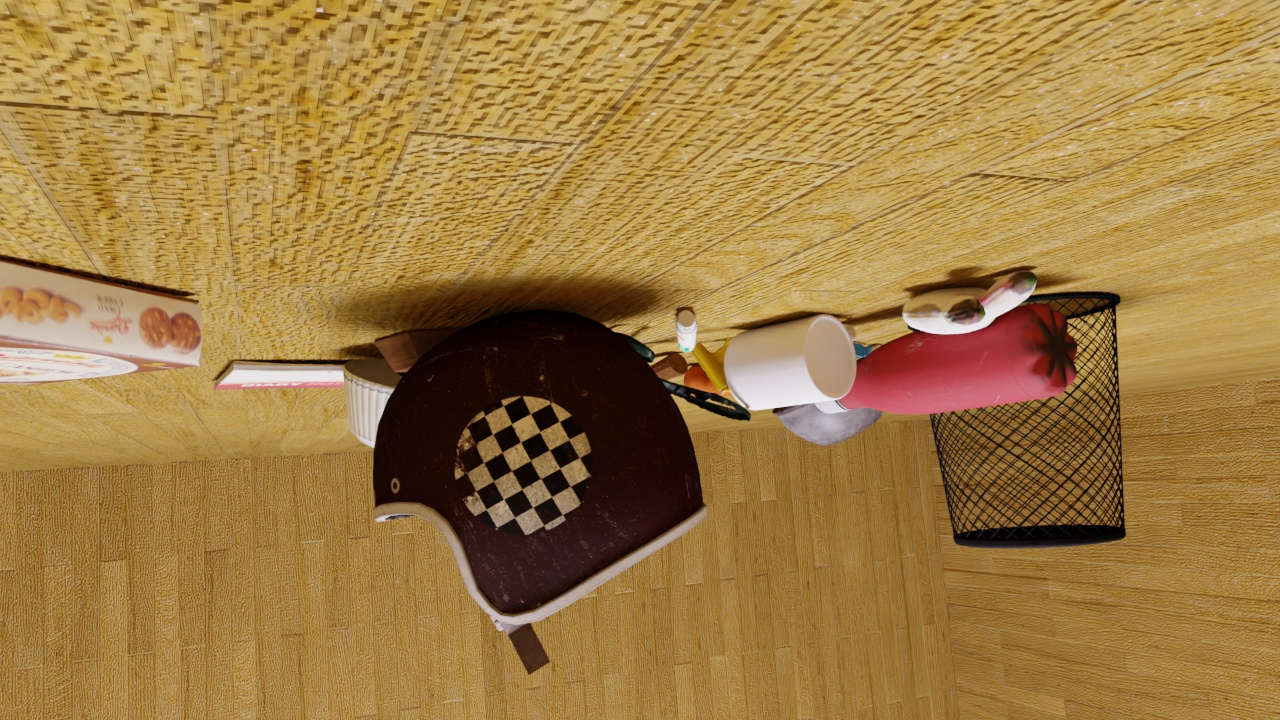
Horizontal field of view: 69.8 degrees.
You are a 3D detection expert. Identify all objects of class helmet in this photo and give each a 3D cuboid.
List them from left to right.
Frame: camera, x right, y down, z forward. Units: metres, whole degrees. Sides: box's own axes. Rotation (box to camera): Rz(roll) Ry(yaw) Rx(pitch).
[{"bbox_3d":[-0.072,0.093,0.672,0.234,0.253,0.233,-30,174,6],"label":"helmet"}]

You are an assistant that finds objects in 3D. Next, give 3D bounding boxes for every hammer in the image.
[{"bbox_3d":[-0.068,0.057,1.071,0.115,0.033,0.324,16,150,-40],"label":"hammer"}]

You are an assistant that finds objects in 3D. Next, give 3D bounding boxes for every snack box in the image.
[{"bbox_3d":[-0.349,-0.016,0.499,0.147,0.041,0.143,-6,172,19],"label":"snack box"}]

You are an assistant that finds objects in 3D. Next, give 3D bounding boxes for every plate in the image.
[{"bbox_3d":[-0.157,-0.005,0.775,0.131,0.025,0.131,-4,173,-1],"label":"plate"}]

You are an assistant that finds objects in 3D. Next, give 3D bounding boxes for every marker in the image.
[{"bbox_3d":[0.039,-0.024,0.776,0.017,0.017,0.145,-5,173,3],"label":"marker"}]

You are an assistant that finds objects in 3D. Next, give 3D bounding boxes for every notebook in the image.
[{"bbox_3d":[-0.302,0.016,0.912,0.208,0.012,0.153,0,172,-31],"label":"notebook"}]

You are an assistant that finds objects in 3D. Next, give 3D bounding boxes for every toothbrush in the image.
[{"bbox_3d":[0.231,-0.013,0.982,0.014,0.016,0.166,-9,171,33],"label":"toothbrush"}]

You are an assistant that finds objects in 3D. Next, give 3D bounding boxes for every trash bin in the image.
[{"bbox_3d":[0.353,0.059,0.845,0.184,0.210,0.184,-4,173,-1],"label":"trash bin"}]

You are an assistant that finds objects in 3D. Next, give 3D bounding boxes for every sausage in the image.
[{"bbox_3d":[0.127,0.023,1.117,0.164,0.039,0.045,-1,167,-23],"label":"sausage"}]

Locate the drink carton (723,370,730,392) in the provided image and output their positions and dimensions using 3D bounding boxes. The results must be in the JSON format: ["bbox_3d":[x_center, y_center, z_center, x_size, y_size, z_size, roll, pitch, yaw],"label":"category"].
[{"bbox_3d":[0.158,0.010,1.021,0.123,0.040,0.058,-7,172,24],"label":"drink carton"}]

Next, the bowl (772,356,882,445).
[{"bbox_3d":[0.238,0.055,1.099,0.145,0.067,0.145,-30,179,-1],"label":"bowl"}]

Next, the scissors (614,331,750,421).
[{"bbox_3d":[-0.007,0.005,0.850,0.206,0.015,0.179,15,166,41],"label":"scissors"}]

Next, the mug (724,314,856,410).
[{"bbox_3d":[0.144,-0.005,0.824,0.091,0.074,0.110,-12,-164,48],"label":"mug"}]

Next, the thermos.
[{"bbox_3d":[0.243,0.010,0.785,0.073,0.073,0.241,1,170,-37],"label":"thermos"}]

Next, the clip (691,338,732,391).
[{"bbox_3d":[0.080,-0.003,0.895,0.046,0.053,0.037,-36,166,5],"label":"clip"}]

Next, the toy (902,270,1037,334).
[{"bbox_3d":[0.240,-0.038,0.693,0.079,0.038,0.123,-16,180,-9],"label":"toy"}]

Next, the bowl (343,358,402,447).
[{"bbox_3d":[-0.210,0.043,0.819,0.115,0.062,0.115,12,-171,-2],"label":"bowl"}]
